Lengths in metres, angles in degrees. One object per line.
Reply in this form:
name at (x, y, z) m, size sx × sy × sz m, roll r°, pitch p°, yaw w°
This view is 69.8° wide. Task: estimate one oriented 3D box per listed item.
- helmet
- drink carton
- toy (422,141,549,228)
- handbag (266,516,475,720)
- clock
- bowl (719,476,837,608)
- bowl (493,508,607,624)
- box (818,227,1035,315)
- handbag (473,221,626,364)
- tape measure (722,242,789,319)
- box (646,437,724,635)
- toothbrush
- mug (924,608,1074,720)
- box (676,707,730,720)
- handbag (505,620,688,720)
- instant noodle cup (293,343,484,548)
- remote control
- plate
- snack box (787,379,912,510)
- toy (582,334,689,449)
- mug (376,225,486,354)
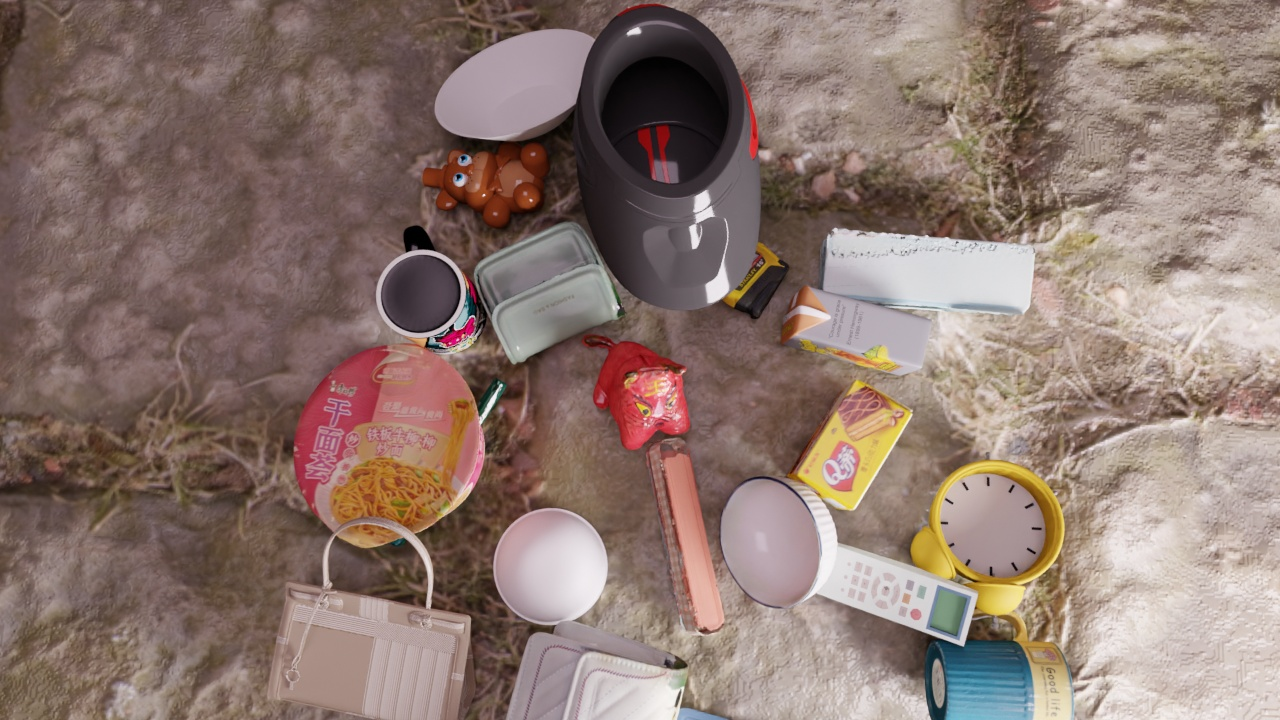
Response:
helmet at (0.025, -0.171, 0.845) m, size 0.164 × 0.170 × 0.264 m, roll -10°, pitch 75°, yaw -1°
drink carton at (0.201, -0.027, 0.870) m, size 0.125 × 0.076 × 0.048 m, roll 15°, pitch 83°, yaw 0°
toy at (-0.154, -0.181, 0.908) m, size 0.128 × 0.065 × 0.094 m, roll 8°, pitch 73°, yaw 8°
handbag at (-0.232, 0.224, 0.811) m, size 0.176 × 0.062 × 0.198 m, roll 11°, pitch 113°, yaw 3°
clock at (0.318, 0.163, 0.846) m, size 0.113 × 0.052 × 0.151 m, roll 32°, pitch 80°, yaw 16°
bowl at (0.135, 0.161, 0.839) m, size 0.062 × 0.118 × 0.118 m, roll -3°, pitch 79°, yaw -41°
bowl at (-0.087, 0.195, 0.863) m, size 0.110 × 0.040 × 0.110 m, roll 0°, pitch 82°, yaw 2°
box at (0.274, -0.081, 0.892) m, size 0.199 × 0.066 × 0.083 m, roll 5°, pitch 107°, yaw 2°
handbag at (-0.089, -0.067, 0.887) m, size 0.122 × 0.067 × 0.106 m, roll -25°, pitch 83°, yaw -2°
tape measure at (0.104, -0.082, 0.897) m, size 0.064 × 0.037 × 0.065 m, roll 32°, pitch 82°, yaw 5°
box at (0.042, 0.165, 0.872) m, size 0.058 × 0.062 × 0.188 m, roll -5°, pitch 78°, yaw -25°
toothbrush at (-0.189, 0.099, 0.892) m, size 0.016 × 0.017 × 0.189 m, roll 32°, pitch 84°, yaw 9°
mug at (0.316, 0.279, 0.826) m, size 0.107 × 0.083 × 0.113 m, roll 1°, pitch 54°, yaw 5°
box at (0.120, 0.385, 0.836) m, size 0.209 × 0.078 × 0.073 m, roll 16°, pitch 39°, yaw 5°
handbag at (-0.048, 0.344, 0.801) m, size 0.142 × 0.096 × 0.198 m, roll 12°, pitch 84°, yaw 17°
instant noodle cup at (-0.221, 0.081, 0.854) m, size 0.179 × 0.078 × 0.178 m, roll -3°, pitch 75°, yaw 10°
remote control at (0.229, 0.208, 0.837) m, size 0.143 × 0.024 × 0.049 m, roll 16°, pitch 98°, yaw 24°
plate at (-0.114, -0.261, 0.906) m, size 0.174 × 0.036 × 0.173 m, roll -10°, pitch 49°, yaw 11°
snack box at (0.192, 0.079, 0.849) m, size 0.061 × 0.083 × 0.105 m, roll 33°, pitch 85°, yaw 7°
toy at (-0.005, 0.005, 0.859) m, size 0.088 × 0.094 × 0.133 m, roll -26°, pitch 53°, yaw -17°
mug at (-0.200, -0.070, 0.874) m, size 0.082 × 0.098 × 0.118 m, roll -15°, pitch 82°, yaw -1°
